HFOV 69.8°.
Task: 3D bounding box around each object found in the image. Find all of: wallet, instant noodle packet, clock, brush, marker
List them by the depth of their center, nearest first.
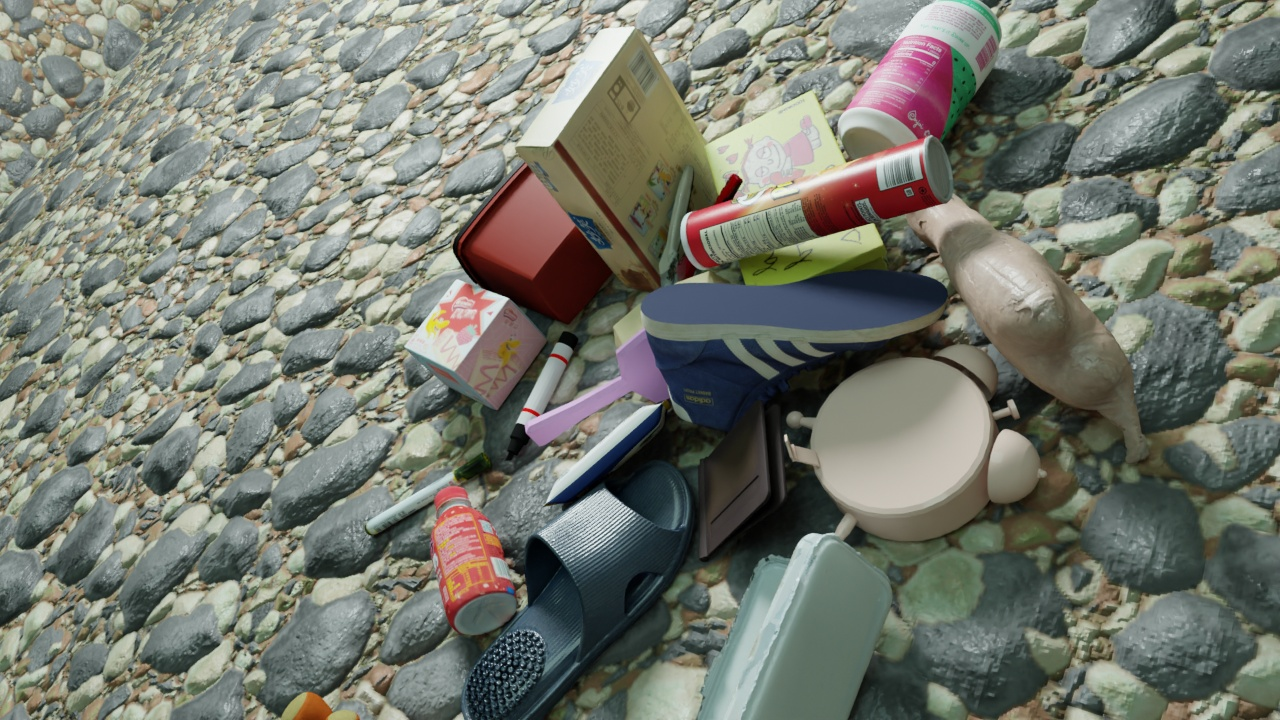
[{"bbox_3d":[0.192,0.057,0.666,0.161,0.086,0.130,-18,49,12],"label":"clock"},{"bbox_3d":[0.073,0.093,0.713,0.116,0.018,0.091,129,151,-47],"label":"wallet"},{"bbox_3d":[-0.026,0.080,0.788,0.134,0.087,0.026,-41,81,0],"label":"instant noodle packet"},{"bbox_3d":[-0.005,0.005,0.823,0.229,0.089,0.043,-29,41,10],"label":"brush"},{"bbox_3d":[-0.099,0.036,0.907,0.019,0.019,0.145,7,61,36],"label":"marker"},{"bbox_3d":[-0.211,0.133,0.907,0.146,0.017,0.017,-31,46,9],"label":"marker"}]

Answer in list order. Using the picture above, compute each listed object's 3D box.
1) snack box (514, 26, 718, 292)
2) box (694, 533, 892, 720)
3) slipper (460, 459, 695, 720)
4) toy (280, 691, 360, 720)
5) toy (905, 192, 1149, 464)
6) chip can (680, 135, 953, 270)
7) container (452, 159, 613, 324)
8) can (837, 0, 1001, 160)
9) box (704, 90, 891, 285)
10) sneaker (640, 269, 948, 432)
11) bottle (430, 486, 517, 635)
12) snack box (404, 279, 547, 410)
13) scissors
[{"bbox_3d":[-0.009,-0.188,0.889,0.055,0.207,0.153,14,65,41],"label":"snack box"},{"bbox_3d":[0.079,0.215,0.598,0.130,0.105,0.210,4,59,39],"label":"box"},{"bbox_3d":[-0.058,0.181,0.728,0.101,0.082,0.263,31,77,41],"label":"slipper"},{"bbox_3d":[-0.241,0.342,0.723,0.176,0.096,0.112,19,68,29],"label":"toy"},{"bbox_3d":[0.272,-0.049,0.691,0.065,0.196,0.264,-35,20,12],"label":"toy"},{"bbox_3d":[0.133,-0.121,0.727,0.215,0.052,0.051,-12,51,38],"label":"chip can"},{"bbox_3d":[-0.126,-0.135,0.990,0.201,0.127,0.148,29,75,36],"label":"container"},{"bbox_3d":[0.259,-0.252,0.848,0.088,0.088,0.165,24,72,42],"label":"can"},{"bbox_3d":[0.143,-0.131,0.837,0.125,0.083,0.220,-22,46,17],"label":"box"},{"bbox_3d":[0.121,0.003,0.735,0.233,0.118,0.091,-2,34,11],"label":"sneaker"},{"bbox_3d":[-0.154,0.170,0.812,0.062,0.062,0.137,-35,44,5],"label":"bottle"},{"bbox_3d":[-0.170,-0.018,0.951,0.093,0.079,0.094,22,70,41],"label":"snack box"},{"bbox_3d":[0.039,-0.106,0.864,0.197,0.015,0.179,-46,37,43],"label":"scissors"}]
